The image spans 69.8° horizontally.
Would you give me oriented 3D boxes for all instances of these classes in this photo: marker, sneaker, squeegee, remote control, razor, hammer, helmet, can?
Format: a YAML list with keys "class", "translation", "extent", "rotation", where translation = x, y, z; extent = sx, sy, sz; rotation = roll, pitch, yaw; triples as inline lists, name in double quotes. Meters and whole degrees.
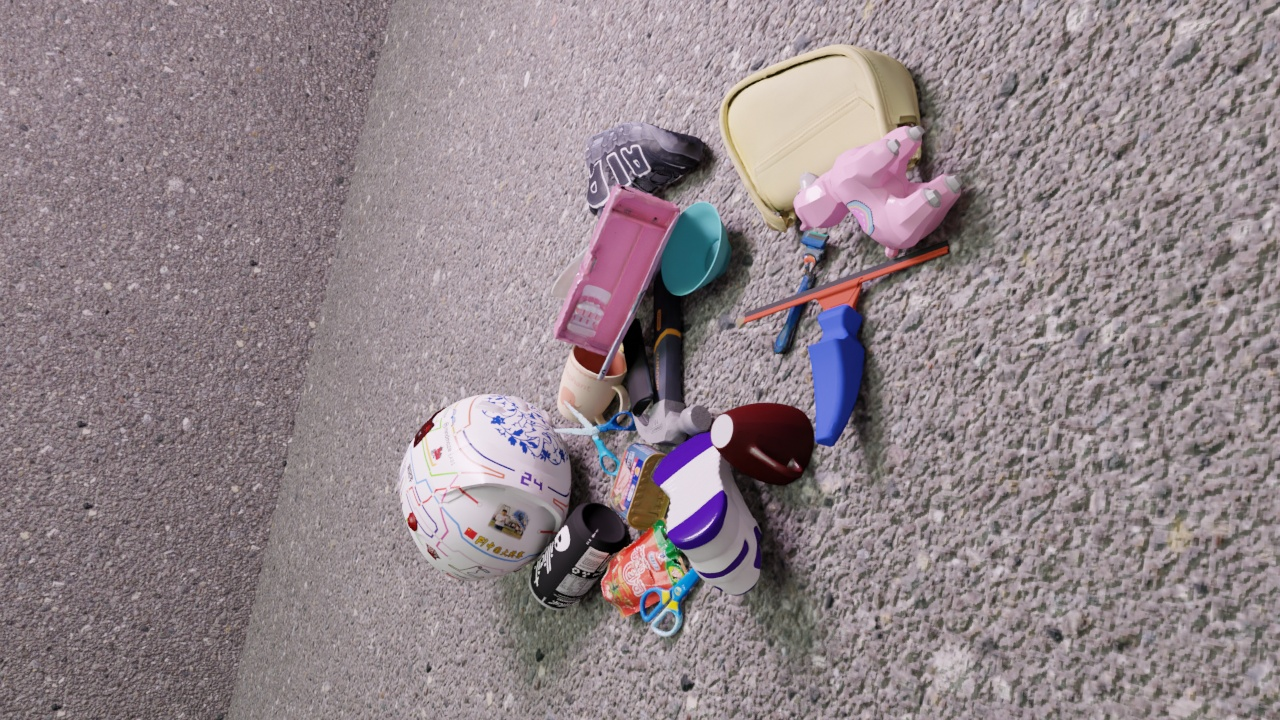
- class: "marker"
  translation: [-0.022, -0.018, 1.300]
  extent: [0.132, 0.014, 0.014]
  rotation: [8, 84, 58]
- class: "sneaker"
  translation: [-0.010, -0.252, 1.312]
  extent: [0.253, 0.097, 0.151]
  rotation: [12, 93, 59]
- class: "squeegee"
  translation: [0.195, 0.001, 0.914]
  extent: [0.250, 0.055, 0.184]
  rotation: [-19, 47, 43]
- class: "remote control"
  translation: [-0.007, 0.007, 1.206]
  extent: [0.046, 0.021, 0.140]
  rotation: [-55, 31, 39]
- class: "razor"
  translation: [0.176, -0.073, 1.013]
  extent: [0.044, 0.018, 0.141]
  rotation: [34, 110, 60]
- class: "hammer"
  translation: [0.039, -0.040, 1.198]
  extent: [0.140, 0.035, 0.312]
  rotation: [-30, 53, 53]
- class: "helmet"
  translation: [-0.215, 0.162, 1.320]
  extent: [0.236, 0.231, 0.314]
  rotation: [-52, 27, 15]
- class: "can"
  translation: [-0.084, 0.260, 1.218]
  extent: [0.146, 0.080, 0.080]
  rotation: [-55, 37, 29]
- class: "can"
  translation: [0.004, 0.156, 1.152]
  extent: [0.059, 0.054, 0.100]
  rotation: [26, 99, 60]
- class: "sneaker"
  translation: [0.083, 0.166, 0.999]
  extent: [0.092, 0.111, 0.244]
  rotation: [-34, 16, 10]

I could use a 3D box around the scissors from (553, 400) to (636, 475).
- class: "scissors"
  translation: [-0.056, 0.091, 1.255]
  extent: [0.130, 0.014, 0.116]
  rotation: [45, 111, 14]

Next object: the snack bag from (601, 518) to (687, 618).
- class: "snack bag"
  translation: [0.015, 0.250, 1.116]
  extent: [0.155, 0.044, 0.087]
  rotation: [-40, 58, 34]

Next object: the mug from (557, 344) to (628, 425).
- class: "mug"
  translation: [-0.063, 0.044, 1.287]
  extent: [0.111, 0.085, 0.105]
  rotation: [44, 129, 23]

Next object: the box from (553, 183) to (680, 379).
- class: "box"
  translation: [-0.028, -0.095, 1.178]
  extent: [0.112, 0.099, 0.233]
  rotation: [-103, 36, -59]

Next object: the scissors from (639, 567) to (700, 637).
- class: "scissors"
  translation: [0.045, 0.268, 1.068]
  extent: [0.061, 0.023, 0.127]
  rotation: [50, 120, 28]

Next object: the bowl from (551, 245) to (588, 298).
- class: "bowl"
  translation: [-0.040, -0.130, 1.292]
  extent: [0.058, 0.176, 0.177]
  rotation: [49, 129, 5]

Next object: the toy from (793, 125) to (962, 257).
- class: "toy"
  translation: [0.223, -0.157, 0.895]
  extent: [0.123, 0.067, 0.158]
  rotation: [55, 145, 2]

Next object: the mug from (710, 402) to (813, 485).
- class: "mug"
  translation: [0.125, 0.088, 0.956]
  extent: [0.087, 0.088, 0.114]
  rotation: [-65, 33, 16]

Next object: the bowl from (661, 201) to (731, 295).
- class: "bowl"
  translation: [0.080, -0.135, 1.159]
  extent: [0.121, 0.046, 0.121]
  rotation: [-29, 54, 49]

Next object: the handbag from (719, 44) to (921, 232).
- class: "handbag"
  translation: [0.199, -0.254, 1.004]
  extent: [0.233, 0.088, 0.190]
  rotation: [-22, 74, 52]
